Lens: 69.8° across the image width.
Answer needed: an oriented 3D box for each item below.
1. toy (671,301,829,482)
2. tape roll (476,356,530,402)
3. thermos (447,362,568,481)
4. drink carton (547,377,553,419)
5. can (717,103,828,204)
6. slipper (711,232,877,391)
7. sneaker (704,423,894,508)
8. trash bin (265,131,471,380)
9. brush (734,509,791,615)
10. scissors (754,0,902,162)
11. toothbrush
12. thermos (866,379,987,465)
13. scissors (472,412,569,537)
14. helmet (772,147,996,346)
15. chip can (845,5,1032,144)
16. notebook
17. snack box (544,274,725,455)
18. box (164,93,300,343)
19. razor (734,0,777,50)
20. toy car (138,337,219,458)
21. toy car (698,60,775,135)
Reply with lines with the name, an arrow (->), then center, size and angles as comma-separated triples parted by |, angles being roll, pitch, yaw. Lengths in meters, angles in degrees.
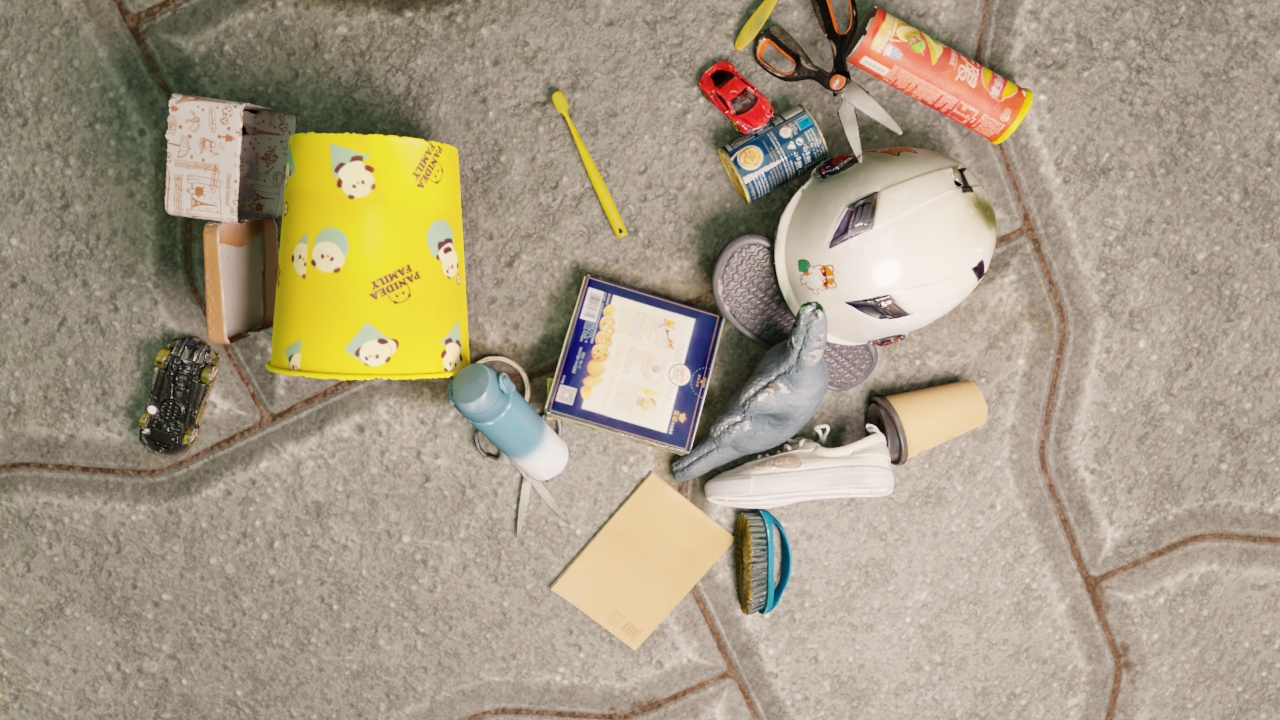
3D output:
toy -> 0.152, 0.044, 1.091 | 0.137, 0.357, 0.091 | -10, 60, -30
tape roll -> -0.183, 0.037, 1.165 | 0.086, 0.014, 0.086 | 0, 94, 1
thermos -> -0.149, 0.074, 1.069 | 0.070, 0.220, 0.070 | -8, 60, 14
drink carton -> -0.057, 0.047, 1.158 | 0.122, 0.045, 0.053 | -1, 86, -2
can -> 0.159, -0.246, 1.091 | 0.111, 0.075, 0.075 | -29, 101, 4
slipper -> 0.185, -0.062, 1.136 | 0.268, 0.083, 0.111 | 38, 109, -26
sneaker -> 0.192, 0.130, 1.149 | 0.243, 0.089, 0.090 | -10, 64, 26
trash bin -> -0.301, -0.116, 1.038 | 0.229, 0.229, 0.255 | 2, 96, -2
brush -> 0.163, 0.265, 1.208 | 0.073, 0.055, 0.144 | -4, 101, -17
scissors -> 0.222, -0.335, 1.036 | 0.225, 0.021, 0.204 | 30, 96, 32
toothbrush -> -0.062, -0.238, 1.118 | 0.016, 0.016, 0.190 | -25, 102, 2
thermos -> 0.358, 0.074, 1.160 | 0.143, 0.093, 0.093 | -16, 101, -6
scissors -> -0.149, 0.145, 1.192 | 0.159, 0.014, 0.181 | 21, 99, -5
helmet -> 0.300, -0.136, 1.040 | 0.273, 0.157, 0.230 | -24, 101, -31
chip can -> 0.348, -0.335, 1.081 | 0.216, 0.073, 0.073 | 25, 99, -6
notebook -> 0.004, 0.271, 1.225 | 0.149, 0.012, 0.211 | 39, 98, -10
snack box -> -0.007, 0.007, 1.119 | 0.182, 0.046, 0.177 | 17, 76, -5
box -> -0.457, -0.158, 1.040 | 0.082, 0.177, 0.261 | 5, 101, -3
razor -> 0.153, -0.424, 1.082 | 0.043, 0.028, 0.133 | 35, 100, -12
toy car -> -0.577, 0.047, 1.146 | 0.070, 0.042, 0.158 | 22, 99, -6
toy car -> 0.113, -0.309, 1.078 | 0.049, 0.031, 0.106 | -39, 66, 4
